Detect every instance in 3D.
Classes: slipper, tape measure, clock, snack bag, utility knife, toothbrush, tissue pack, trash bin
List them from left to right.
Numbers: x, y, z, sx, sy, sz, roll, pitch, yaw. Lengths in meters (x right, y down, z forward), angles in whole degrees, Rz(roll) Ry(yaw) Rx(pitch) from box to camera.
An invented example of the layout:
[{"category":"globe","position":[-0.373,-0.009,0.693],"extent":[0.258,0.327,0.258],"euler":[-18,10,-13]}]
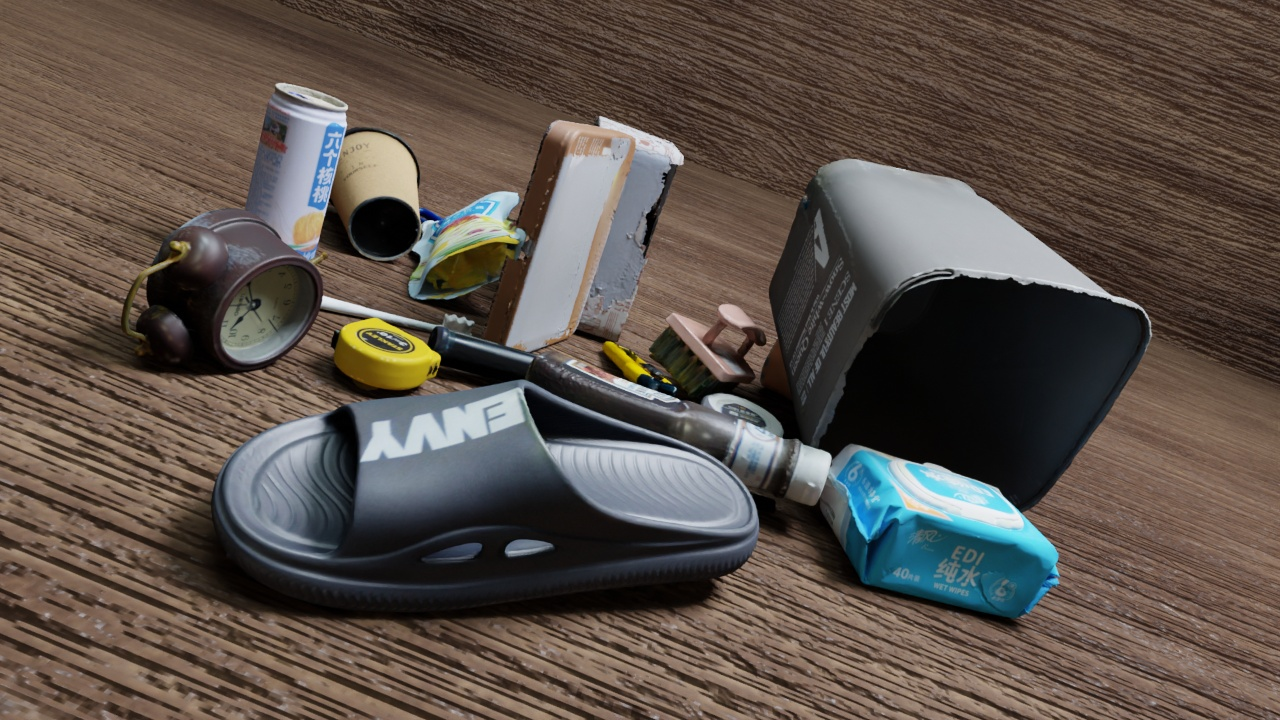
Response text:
[{"category":"clock","position":[-0.233,-0.037,0.510],"extent":[0.055,0.082,0.121],"euler":[34,19,18]},{"category":"toothbrush","position":[-0.206,-0.040,0.652],"extent":[0.180,0.016,0.016],"euler":[13,17,-23]},{"category":"tape measure","position":[-0.160,-0.001,0.567],"extent":[0.060,0.029,0.057],"euler":[25,17,13]},{"category":"snack bag","position":[-0.153,-0.109,0.811],"extent":[0.039,0.110,0.191],"euler":[57,3,-26]},{"category":"slipper","position":[-0.051,0.047,0.427],"extent":[0.267,0.083,0.110],"euler":[7,31,-30]},{"category":"toothbrush","position":[-0.046,0.017,0.650],"extent":[0.212,0.026,0.027],"euler":[17,26,-25]},{"category":"utility knife","position":[-0.004,0.004,0.706],"extent":[0.033,0.015,0.154],"euler":[23,5,-18]},{"category":"tape measure","position":[0.069,0.052,0.658],"extent":[0.066,0.034,0.065],"euler":[25,20,6]},{"category":"trash bin","position":[0.204,-0.029,0.685],"extent":[0.198,0.199,0.219],"euler":[8,35,-15]},{"category":"tissue pack","position":[0.185,0.105,0.581],"extent":[0.140,0.063,0.090],"euler":[17,18,-13]}]

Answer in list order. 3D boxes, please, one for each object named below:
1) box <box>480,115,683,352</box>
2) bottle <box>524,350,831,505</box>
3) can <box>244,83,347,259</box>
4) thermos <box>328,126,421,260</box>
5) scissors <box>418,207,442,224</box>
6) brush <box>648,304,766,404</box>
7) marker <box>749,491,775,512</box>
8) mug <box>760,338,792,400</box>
[{"category":"box","position":[-0.042,-0.105,0.762],"extent":[0.106,0.178,0.271],"euler":[21,17,4]},{"category":"bottle","position":[0.023,0.044,0.584],"extent":[0.195,0.044,0.080],"euler":[19,3,7]},{"category":"can","position":[-0.250,-0.124,0.656],"extent":[0.053,0.135,0.053],"euler":[19,19,-7]},{"category":"thermos","position":[-0.240,-0.150,0.830],"extent":[0.093,0.093,0.143],"euler":[11,27,-28]},{"category":"scissors","position":[-0.166,-0.120,0.938],"extent":[0.176,0.012,0.162],"euler":[28,20,18]},{"category":"brush","position":[0.064,-0.007,0.731],"extent":[0.063,0.073,0.145],"euler":[48,12,16]},{"category":"marker","position":[0.032,0.078,0.576],"extent":[0.124,0.015,0.018],"euler":[18,9,-18]},{"category":"mug","position":[0.177,0.020,0.811],"extent":[0.123,0.078,0.078],"euler":[34,22,24]}]
